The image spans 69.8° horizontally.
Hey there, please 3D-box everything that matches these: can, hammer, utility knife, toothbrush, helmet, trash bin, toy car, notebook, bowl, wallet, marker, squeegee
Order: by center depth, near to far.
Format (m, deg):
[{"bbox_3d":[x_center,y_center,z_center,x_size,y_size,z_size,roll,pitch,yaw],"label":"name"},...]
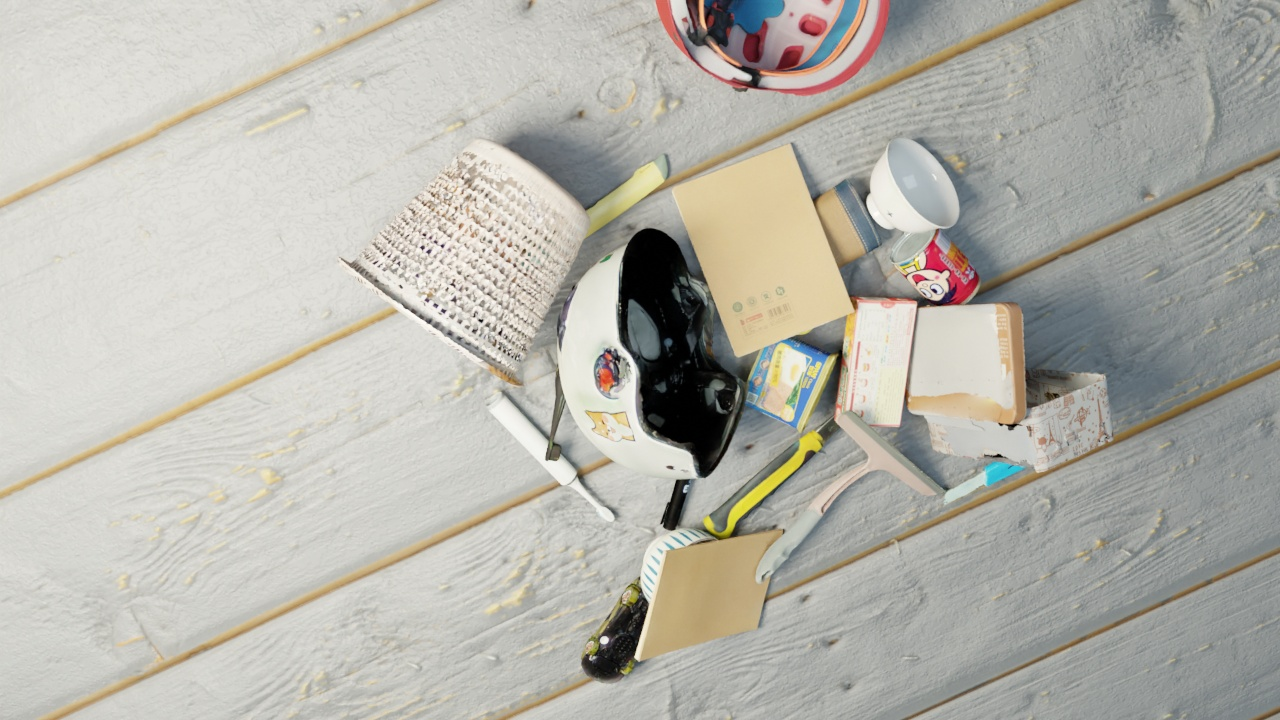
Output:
[{"bbox_3d":[0.120,-0.380,0.930,0.239,0.144,0.207,22,104,-28],"label":"helmet"},{"bbox_3d":[-0.163,-0.111,0.952,0.227,0.227,0.192,36,87,-17],"label":"trash bin"},{"bbox_3d":[-0.006,0.006,1.013,0.157,0.229,0.274,-16,108,30],"label":"helmet"},{"bbox_3d":[-0.052,-0.163,1.038,0.206,0.021,0.031,-36,105,-2],"label":"utility knife"},{"bbox_3d":[0.140,-0.125,1.047,0.148,0.008,0.207,-21,91,-2],"label":"notebook"},{"bbox_3d":[0.299,-0.187,1.048,0.118,0.118,0.065,35,139,-17],"label":"bowl"},{"bbox_3d":[0.215,-0.145,1.075,0.115,0.033,0.090,-32,106,4],"label":"wallet"},{"bbox_3d":[-0.087,0.018,1.077,0.027,0.026,0.213,8,101,-20],"label":"toothbrush"},{"bbox_3d":[0.350,-0.109,1.085,0.094,0.066,0.066,41,98,-18],"label":"can"},{"bbox_3d":[0.176,0.022,1.095,0.083,0.057,0.102,25,104,15],"label":"can"},{"bbox_3d":[-0.105,0.123,1.120,0.221,0.026,0.026,48,61,-19],"label":"toothbrush"},{"bbox_3d":[0.045,0.260,1.153,0.116,0.066,0.117,-19,123,-33],"label":"bowl"},{"bbox_3d":[0.092,0.291,1.154,0.211,0.012,0.150,0,110,-41],"label":"notebook"},{"bbox_3d":[0.207,0.108,1.156,0.323,0.032,0.126,-42,108,7],"label":"hammer"},{"bbox_3d":[0.052,0.153,1.156,0.022,0.020,0.132,21,107,16],"label":"marker"},{"bbox_3d":[0.232,0.192,1.170,0.250,0.040,0.247,-45,128,10],"label":"squeegee"},{"bbox_3d":[-0.018,0.352,1.197,0.070,0.042,0.158,35,96,-16],"label":"toy car"},{"bbox_3d":[0.488,0.137,1.208,0.204,0.018,0.034,-28,113,1],"label":"utility knife"}]

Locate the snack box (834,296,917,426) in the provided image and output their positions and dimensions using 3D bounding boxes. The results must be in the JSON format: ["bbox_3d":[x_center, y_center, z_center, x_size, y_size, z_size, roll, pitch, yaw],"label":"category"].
[{"bbox_3d":[0.282,0.003,1.099,0.077,0.027,0.156,1,105,-11],"label":"snack box"}]

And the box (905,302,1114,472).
[{"bbox_3d":[0.416,0.012,1.071,0.156,0.183,0.193,-16,100,-24],"label":"box"}]

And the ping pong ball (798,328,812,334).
[{"bbox_3d":[0.190,-0.051,1.096,0.040,0.040,0.040,-2,108,-7],"label":"ping pong ball"}]
